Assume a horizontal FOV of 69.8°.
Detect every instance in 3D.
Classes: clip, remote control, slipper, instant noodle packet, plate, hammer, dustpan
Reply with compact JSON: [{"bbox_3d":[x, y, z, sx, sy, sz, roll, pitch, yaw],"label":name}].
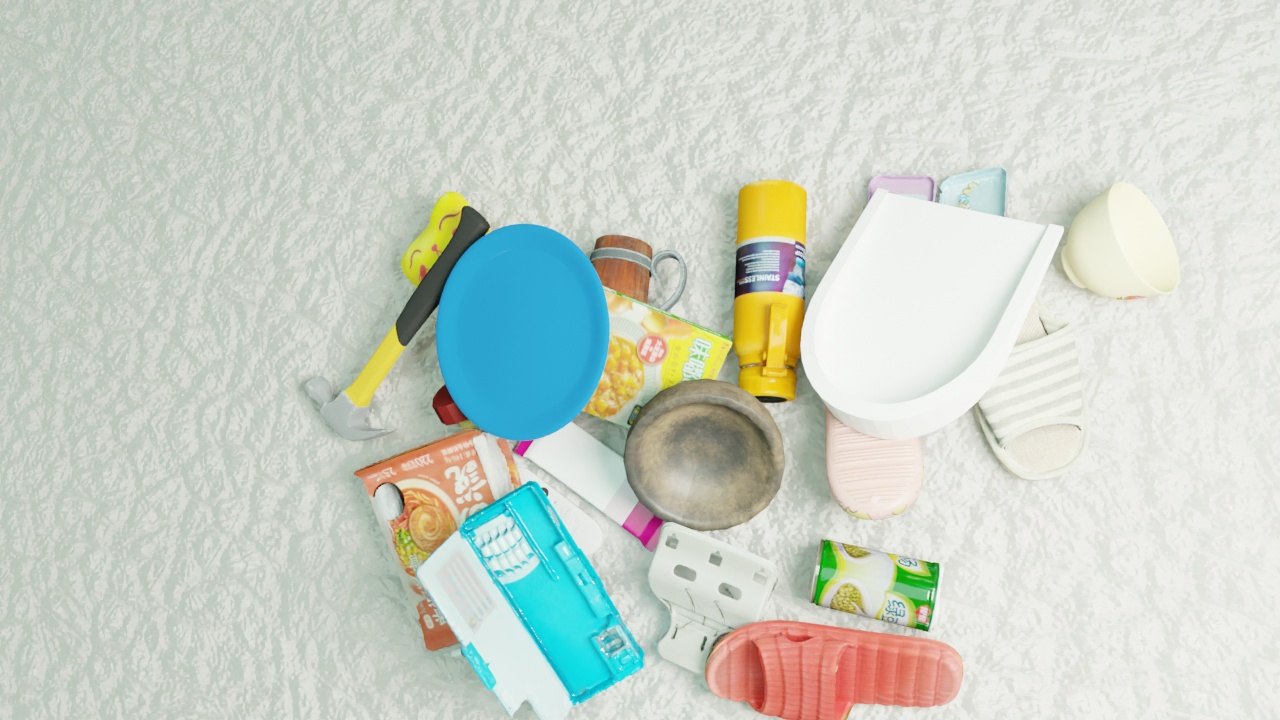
[{"bbox_3d":[0.070,0.243,0.953,0.126,0.105,0.152,20,115,17],"label":"clip"},{"bbox_3d":[-0.099,0.169,1.023,0.136,0.013,0.043,35,87,18],"label":"remote control"},{"bbox_3d":[0.233,0.081,0.935,0.093,0.082,0.196,-4,53,10],"label":"slipper"},{"bbox_3d":[-0.201,0.198,1.021,0.164,0.084,0.221,-20,86,15],"label":"instant noodle packet"},{"bbox_3d":[-0.122,-0.029,0.957,0.225,0.024,0.224,0,90,31],"label":"plate"},{"bbox_3d":[0.184,0.308,0.882,0.249,0.059,0.104,-2,115,10],"label":"slipper"},{"bbox_3d":[-0.269,-0.037,1.047,0.127,0.029,0.324,46,111,19],"label":"hammer"},{"bbox_3d":[0.264,-0.052,0.894,0.192,0.053,0.257,21,77,33],"label":"dustpan"},{"bbox_3d":[0.377,-0.014,0.933,0.114,0.054,0.272,-12,73,6],"label":"slipper"}]

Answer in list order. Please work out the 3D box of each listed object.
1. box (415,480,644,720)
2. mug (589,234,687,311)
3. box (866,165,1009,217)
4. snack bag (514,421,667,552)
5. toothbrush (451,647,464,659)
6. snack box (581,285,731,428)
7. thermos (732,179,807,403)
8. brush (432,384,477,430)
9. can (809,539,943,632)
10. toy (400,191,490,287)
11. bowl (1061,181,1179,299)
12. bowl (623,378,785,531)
[{"bbox_3d":[-0.115,0.259,0.935,0.168,0.087,0.227,-34,96,-30],"label":"box"},{"bbox_3d":[-0.010,-0.075,1.023,0.117,0.081,0.111,5,76,15],"label":"mug"},{"bbox_3d":[0.300,-0.101,0.952,0.152,0.040,0.213,0,67,31],"label":"box"},{"bbox_3d":[-0.046,0.127,1.018,0.196,0.016,0.070,33,85,17],"label":"snack bag"},{"bbox_3d":[-0.120,0.302,1.000,0.187,0.012,0.017,-17,78,9],"label":"toothbrush"},{"bbox_3d":[-0.006,0.006,0.973,0.168,0.027,0.132,21,104,-11],"label":"snack box"},{"bbox_3d":[0.135,-0.074,0.980,0.076,0.091,0.232,-2,77,26],"label":"thermos"},{"bbox_3d":[-0.147,0.029,1.034,0.173,0.082,0.042,-21,112,8],"label":"brush"},{"bbox_3d":[0.233,0.221,0.905,0.121,0.067,0.067,10,80,15],"label":"can"},{"bbox_3d":[-0.188,-0.096,1.065,0.194,0.087,0.135,48,115,21],"label":"toy"},{"bbox_3d":[0.466,-0.108,0.914,0.074,0.117,0.118,-29,67,50],"label":"bowl"},{"bbox_3d":[0.066,0.090,0.943,0.162,0.070,0.162,3,115,6],"label":"bowl"}]
